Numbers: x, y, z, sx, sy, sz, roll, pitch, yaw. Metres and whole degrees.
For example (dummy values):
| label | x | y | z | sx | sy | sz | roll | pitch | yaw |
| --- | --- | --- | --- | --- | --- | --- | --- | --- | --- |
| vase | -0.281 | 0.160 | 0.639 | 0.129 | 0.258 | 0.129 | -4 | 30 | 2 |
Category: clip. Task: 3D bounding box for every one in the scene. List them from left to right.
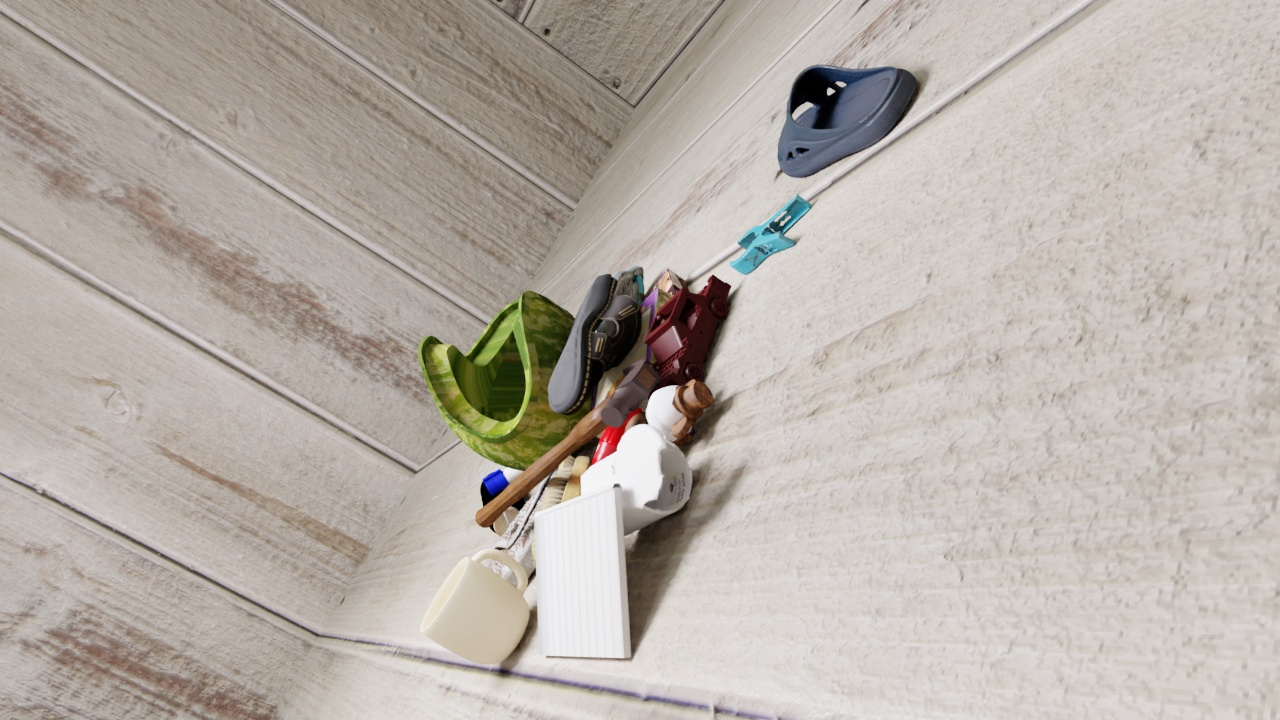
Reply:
| label | x | y | z | sx | sy | sz | roll | pitch | yaw |
| --- | --- | --- | --- | --- | --- | --- | --- | --- | --- |
| clip | 0.148 | -0.150 | 1.050 | 0.127 | 0.028 | 0.113 | -39 | 20 | 52 |

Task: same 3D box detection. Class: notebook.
| label | x | y | z | sx | sy | sz | roll | pitch | yaw |
| --- | --- | --- | --- | --- | --- | --- | --- | --- | --- |
| notebook | -0.059 | 0.201 | 0.854 | 0.210 | 0.009 | 0.142 | 148 | 122 | -60 |

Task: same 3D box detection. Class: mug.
| label | x | y | z | sx | sy | sz | roll | pitch | yaw |
| --- | --- | --- | --- | --- | --- | --- | --- | --- | --- |
| mug | -0.171 | 0.276 | 1.027 | 0.120 | 0.099 | 0.096 | -58 | 11 | -15 |

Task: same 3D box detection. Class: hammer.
| label | x | y | z | sx | sy | sz | roll | pitch | yaw |
| --- | --- | --- | --- | --- | --- | --- | --- | --- | --- |
| hammer | -0.091 | 0.104 | 1.027 | 0.324 | 0.033 | 0.115 | -42 | 6 | 35 |

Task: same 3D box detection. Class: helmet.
| label | x | y | z | sx | sy | sz | roll | pitch | yaw |
| --- | --- | --- | --- | --- | --- | --- | --- | --- | --- |
| helmet | -0.154 | 0.031 | 1.246 | 0.213 | 0.243 | 0.246 | -24 | -4 | 17 |

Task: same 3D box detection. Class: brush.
| label | x | y | z | sx | sy | sz | roll | pitch | yaw |
| --- | --- | --- | --- | --- | --- | --- | --- | --- | --- |
| brush | -0.087 | 0.171 | 1.045 | 0.195 | 0.043 | 0.059 | -76 | -14 | -59 |

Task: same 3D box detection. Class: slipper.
| label | x | y | z | sx | sy | sz | roll | pitch | yaw |
| --- | --- | --- | --- | --- | --- | --- | --- | --- | --- |
| slipper | -0.049 | -0.018 | 1.098 | 0.267 | 0.075 | 0.113 | -77 | 14 | -59 |
| slipper | -0.011 | -0.091 | 1.366 | 0.268 | 0.055 | 0.098 | -59 | -24 | -69 |
| slipper | 0.204 | -0.278 | 1.034 | 0.110 | 0.083 | 0.268 | -60 | 15 | -5 |

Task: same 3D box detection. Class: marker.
| label | x | y | z | sx | sy | sz | roll | pitch | yaw |
| --- | --- | --- | --- | --- | --- | --- | --- | --- | --- |
| marker | -0.163 | 0.149 | 1.322 | 0.133 | 0.027 | 0.023 | -30 | 8 | -11 |

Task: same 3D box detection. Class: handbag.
| label | x | y | z | sx | sy | sz | roll | pitch | yaw |
| --- | --- | --- | --- | --- | --- | --- | --- | --- | --- |
| handbag | -0.148 | 0.229 | 1.170 | 0.186 | 0.047 | 0.124 | -53 | 15 | 14 |

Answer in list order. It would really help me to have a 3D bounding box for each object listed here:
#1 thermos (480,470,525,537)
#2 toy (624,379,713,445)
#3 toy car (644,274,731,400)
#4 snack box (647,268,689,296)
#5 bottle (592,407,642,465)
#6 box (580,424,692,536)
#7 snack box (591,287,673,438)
| label | x | y | z | sx | sy | sz | roll | pitch | yaw |
| --- | --- | --- | --- | --- | --- | --- | --- | --- | --- |
| thermos | -0.200 | 0.216 | 1.349 | 0.061 | 0.061 | 0.231 | -57 | 13 | -2 |
| toy | 0.028 | 0.062 | 0.916 | 0.113 | 0.067 | 0.087 | -35 | 24 | 36 |
| toy car | 0.048 | -0.027 | 1.038 | 0.070 | 0.062 | 0.169 | -40 | 21 | 50 |
| snack box | 0.040 | -0.080 | 1.253 | 0.051 | 0.031 | 0.140 | -53 | 14 | 14 |
| bottle | -0.033 | 0.106 | 1.058 | 0.119 | 0.036 | 0.036 | -70 | 15 | -5 |
| box | 0.002 | 0.110 | 0.834 | 0.166 | 0.092 | 0.083 | -36 | 47 | 52 |
| snack box | -0.007 | 0.007 | 1.140 | 0.144 | 0.040 | 0.147 | -44 | 30 | 43 |
